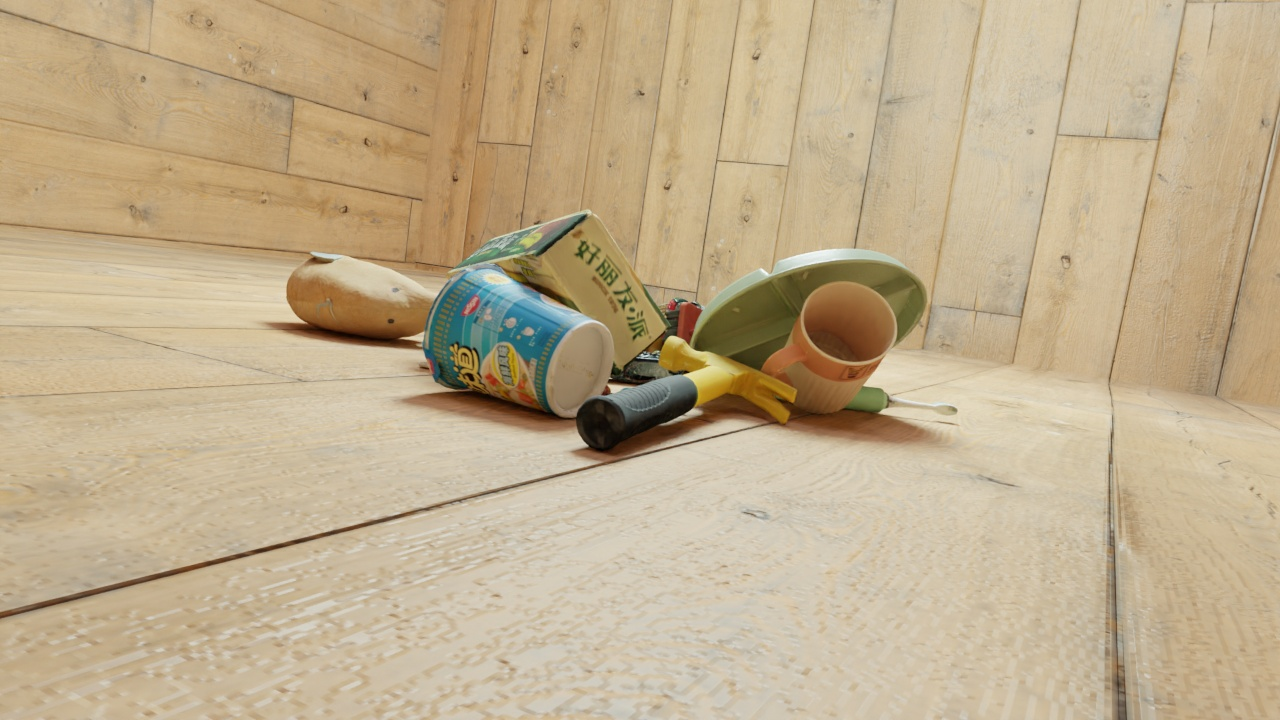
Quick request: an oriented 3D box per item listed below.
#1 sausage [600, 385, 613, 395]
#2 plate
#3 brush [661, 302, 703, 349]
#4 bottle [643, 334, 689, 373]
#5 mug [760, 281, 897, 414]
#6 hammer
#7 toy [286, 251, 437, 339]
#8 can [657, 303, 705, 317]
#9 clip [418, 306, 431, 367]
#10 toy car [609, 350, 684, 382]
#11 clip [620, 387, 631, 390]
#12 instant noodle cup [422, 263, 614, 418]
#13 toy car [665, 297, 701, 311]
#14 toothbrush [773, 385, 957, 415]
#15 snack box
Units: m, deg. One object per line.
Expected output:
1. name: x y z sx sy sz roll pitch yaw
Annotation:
1. sausage: -0.075 0.016 0.754 0.156 0.020 0.020 13 8 43
2. plate: 0.157 -0.036 0.881 0.230 0.027 0.231 -8 -28 -4
3. brush: 0.090 -0.012 0.983 0.069 0.063 0.145 -5 -18 40
4. bottle: 0.028 -0.014 1.011 0.057 0.057 0.174 13 7 40
5. mug: 0.158 -0.003 0.817 0.114 0.081 0.106 -23 -23 -17
6. hammer: 0.030 0.025 0.671 0.129 0.033 0.300 21 12 19
7. toy: -0.271 -0.062 0.958 0.226 0.082 0.143 15 20 33
8. can: 0.053 -0.038 1.210 0.075 0.075 0.111 10 6 19
9. clip: -0.164 -0.011 0.830 0.034 0.064 0.098 11 -1 18
10. toy car: -0.005 0.005 0.896 0.105 0.031 0.049 3 9 -19
11. clip: 0.010 0.032 0.741 0.056 0.014 0.041 10 6 -6
12. instant noodle cup: -0.082 -0.008 0.655 0.110 0.099 0.099 21 11 31
13. toy car: 0.079 -0.030 1.115 0.120 0.045 0.052 43 16 15
14. toothbrush: 0.211 0.036 0.921 0.224 0.026 0.027 8 14 -5
15. snack box: -0.080 -0.052 0.782 0.063 0.114 0.240 -41 18 -21
